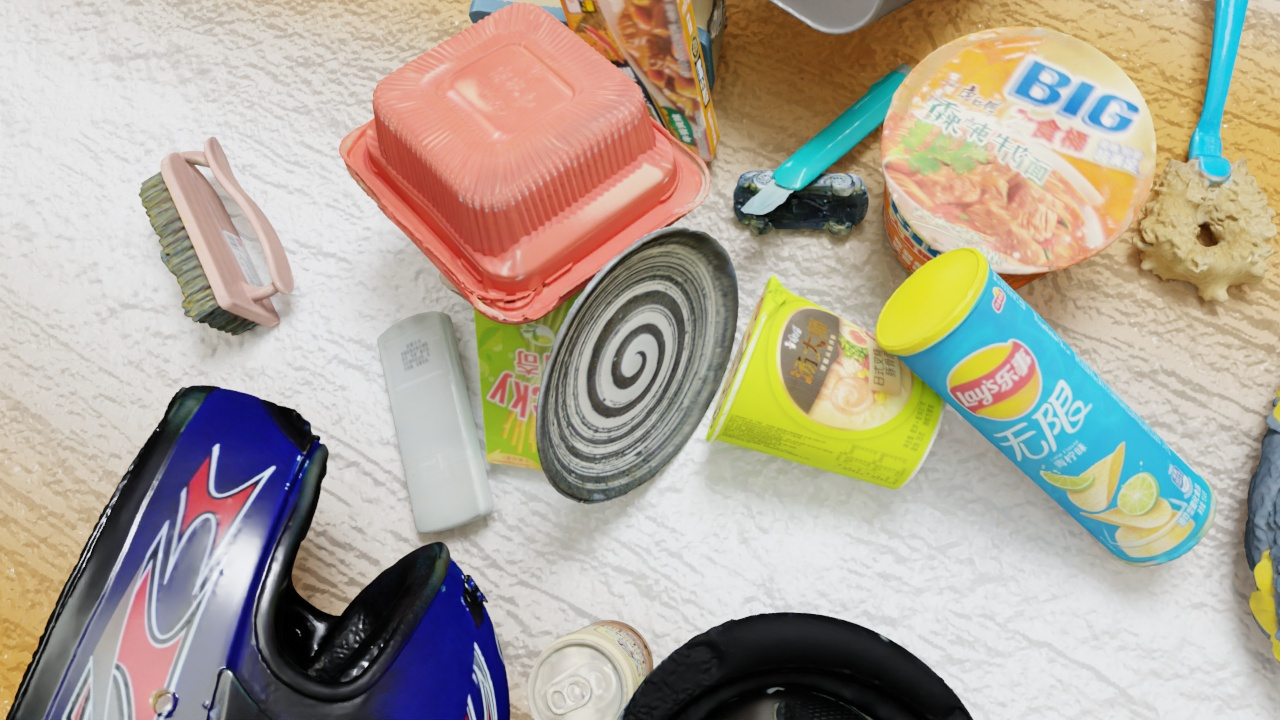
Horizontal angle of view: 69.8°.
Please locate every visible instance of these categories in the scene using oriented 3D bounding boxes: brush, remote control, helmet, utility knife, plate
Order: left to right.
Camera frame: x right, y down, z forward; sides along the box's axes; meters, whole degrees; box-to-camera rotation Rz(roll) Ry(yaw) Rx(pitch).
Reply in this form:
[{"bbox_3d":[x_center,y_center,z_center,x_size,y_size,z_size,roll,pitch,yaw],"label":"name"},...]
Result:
[{"bbox_3d":[-0.307,-0.093,0.665,0.073,0.063,0.145,-31,75,5],"label":"brush"},{"bbox_3d":[-0.190,0.194,0.504,0.240,0.248,0.315,21,78,-17],"label":"helmet"},{"bbox_3d":[-0.142,0.041,0.632,0.058,0.021,0.150,-20,76,22],"label":"remote control"},{"bbox_3d":[-0.003,0.003,0.555,0.024,0.179,0.179,27,83,34],"label":"plate"},{"bbox_3d":[0.083,0.283,0.491,0.230,0.157,0.273,-4,69,4],"label":"helmet"},{"bbox_3d":[0.131,-0.149,0.615,0.181,0.013,0.029,-41,60,-21],"label":"utility knife"},{"bbox_3d":[0.373,-0.164,0.590,0.083,0.046,0.254,8,86,13],"label":"brush"}]

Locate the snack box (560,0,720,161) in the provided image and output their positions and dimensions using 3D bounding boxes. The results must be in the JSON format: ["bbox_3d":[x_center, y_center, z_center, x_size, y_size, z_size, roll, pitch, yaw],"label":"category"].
[{"bbox_3d":[0.001,-0.194,0.593,0.075,0.154,0.026,5,56,20],"label":"snack box"}]

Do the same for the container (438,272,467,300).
[{"bbox_3d":[-0.074,-0.086,0.620,0.090,0.090,0.111,15,84,10],"label":"container"}]

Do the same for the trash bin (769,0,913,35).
[{"bbox_3d":[0.142,-0.322,0.537,0.199,0.199,0.219,37,53,12],"label":"trash bin"}]

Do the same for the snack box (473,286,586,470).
[{"bbox_3d":[-0.058,0.005,0.579,0.086,0.026,0.157,9,125,10],"label":"snack box"}]

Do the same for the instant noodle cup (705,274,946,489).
[{"bbox_3d":[0.117,0.021,0.568,0.123,0.112,0.111,21,82,3],"label":"instant noodle cup"}]

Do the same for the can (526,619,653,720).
[{"bbox_3d":[-0.027,0.187,0.543,0.058,0.116,0.058,-1,79,7],"label":"can"}]

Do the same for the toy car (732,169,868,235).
[{"bbox_3d":[0.109,-0.110,0.624,0.091,0.043,0.034,3,46,13],"label":"toy car"}]

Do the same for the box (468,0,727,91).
[{"bbox_3d":[-0.032,-0.241,0.644,0.184,0.090,0.061,8,81,11],"label":"box"}]

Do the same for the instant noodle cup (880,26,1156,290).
[{"bbox_3d":[0.219,-0.110,0.571,0.151,0.111,0.151,-1,79,7],"label":"instant noodle cup"}]

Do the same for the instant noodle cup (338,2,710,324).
[{"bbox_3d":[-0.071,-0.126,0.528,0.164,0.079,0.189,-39,67,-17],"label":"instant noodle cup"}]

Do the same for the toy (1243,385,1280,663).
[{"bbox_3d":[0.415,0.118,0.519,0.137,0.092,0.356,0,79,-21],"label":"toy"}]

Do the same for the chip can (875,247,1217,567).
[{"bbox_3d":[0.230,0.030,0.518,0.210,0.071,0.071,40,86,-15],"label":"chip can"}]
